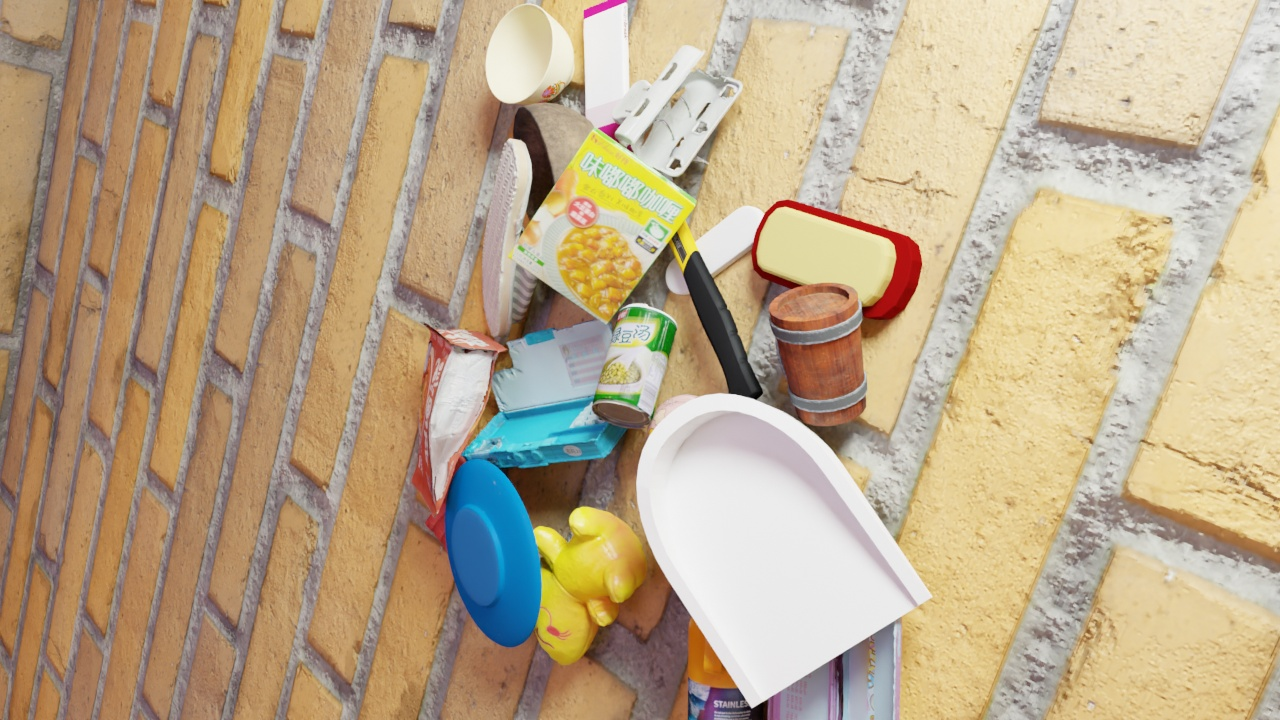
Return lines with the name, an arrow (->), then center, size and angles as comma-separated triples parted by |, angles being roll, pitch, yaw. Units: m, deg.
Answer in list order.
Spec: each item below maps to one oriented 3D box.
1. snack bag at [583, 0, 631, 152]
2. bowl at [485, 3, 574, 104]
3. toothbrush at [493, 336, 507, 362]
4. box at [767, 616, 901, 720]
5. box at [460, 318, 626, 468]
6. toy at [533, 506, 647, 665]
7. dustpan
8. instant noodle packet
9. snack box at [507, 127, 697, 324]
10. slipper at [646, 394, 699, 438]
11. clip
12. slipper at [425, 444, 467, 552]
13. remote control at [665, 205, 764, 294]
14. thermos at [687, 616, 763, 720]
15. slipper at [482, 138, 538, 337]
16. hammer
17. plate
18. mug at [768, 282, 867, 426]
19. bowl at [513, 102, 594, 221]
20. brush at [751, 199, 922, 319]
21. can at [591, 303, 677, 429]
snack bag -> -0.039, -0.331, 1.090 | 0.070, 0.016, 0.196 | -5, 85, 37
bowl -> -0.123, -0.364, 1.123 | 0.118, 0.074, 0.118 | -3, 86, 40
toothbrush -> -0.217, 0.050, 1.196 | 0.017, 0.012, 0.187 | 23, 89, 54
box -> 0.182, 0.320, 0.858 | 0.152, 0.040, 0.214 | 0, 88, 52
box -> -0.106, 0.051, 1.092 | 0.228, 0.086, 0.168 | -11, 64, 39
toy -> -0.073, 0.247, 1.042 | 0.134, 0.087, 0.194 | 48, 126, 16
dustpan -> 0.104, 0.153, 0.838 | 0.192, 0.053, 0.257 | -38, 67, 15
instant noodle packet -> -0.247, 0.072, 1.160 | 0.164, 0.084, 0.221 | 24, 102, 63
snack box -> -0.042, -0.139, 0.973 | 0.132, 0.027, 0.168 | 35, 113, -7
slipper -> 0.066, 0.118, 0.940 | 0.093, 0.081, 0.197 | -49, 61, 25
clip -> 0.018, -0.276, 0.981 | 0.152, 0.105, 0.126 | 35, 85, 36
slipper -> -0.242, 0.190, 1.206 | 0.104, 0.059, 0.248 | -48, 58, 27
remote control -> 0.079, -0.116, 0.982 | 0.137, 0.013, 0.043 | -36, 66, 33
thermos -> 0.086, 0.324, 0.907 | 0.091, 0.076, 0.232 | 170, 101, -79
slipper -> -0.154, -0.141, 1.105 | 0.273, 0.054, 0.114 | 105, 148, -43
hammer -> 0.056, -0.096, 0.969 | 0.127, 0.029, 0.323 | -39, 59, 31
plate -> -0.187, 0.229, 1.083 | 0.225, 0.024, 0.224 | 13, 107, 50
mug -> 0.159, -0.010, 0.854 | 0.117, 0.081, 0.111 | 39, 148, 60
bowl -> -0.089, -0.216, 1.056 | 0.162, 0.070, 0.162 | 165, 90, -71
brush -> 0.180, -0.099, 0.879 | 0.173, 0.041, 0.082 | 27, 105, 37
can -> -0.006, 0.006, 0.985 | 0.067, 0.067, 0.120 | -5, 59, 39
